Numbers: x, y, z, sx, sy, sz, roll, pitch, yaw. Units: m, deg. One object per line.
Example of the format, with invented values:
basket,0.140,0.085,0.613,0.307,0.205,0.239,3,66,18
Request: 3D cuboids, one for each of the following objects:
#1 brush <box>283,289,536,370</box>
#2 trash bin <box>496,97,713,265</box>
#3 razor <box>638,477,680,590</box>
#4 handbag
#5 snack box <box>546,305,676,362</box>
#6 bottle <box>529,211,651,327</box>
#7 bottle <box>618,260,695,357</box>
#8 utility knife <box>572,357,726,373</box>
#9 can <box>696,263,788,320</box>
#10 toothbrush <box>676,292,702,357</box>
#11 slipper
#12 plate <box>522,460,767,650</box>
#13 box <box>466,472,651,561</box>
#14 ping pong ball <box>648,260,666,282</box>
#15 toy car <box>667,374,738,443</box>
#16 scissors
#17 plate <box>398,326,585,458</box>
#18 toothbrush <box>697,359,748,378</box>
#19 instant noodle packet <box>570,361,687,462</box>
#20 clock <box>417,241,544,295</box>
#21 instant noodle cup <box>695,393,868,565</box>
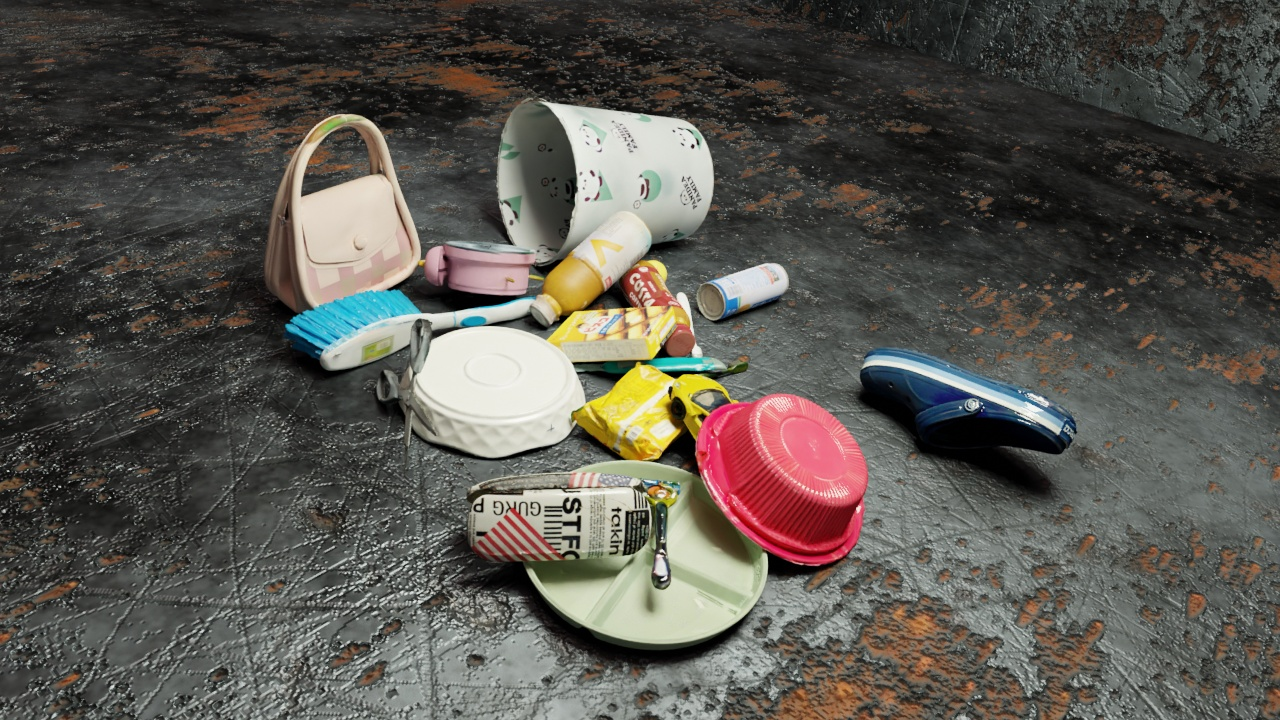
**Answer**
brush,-0.264,-0.051,1.114,0.109,0.061,0.313,34,38,25
trash bin,-0.046,-0.260,1.339,0.251,0.230,0.229,-8,36,-34
razor,0.018,0.152,0.840,0.042,0.022,0.142,5,34,-2
handbag,-0.365,-0.186,1.122,0.093,0.235,0.192,23,36,24
snack box,-0.035,-0.031,1.107,0.141,0.034,0.086,-4,27,27
bottle,-0.067,-0.117,1.197,0.068,0.068,0.189,32,66,32
bottle,0.023,-0.066,1.193,0.057,0.058,0.174,-4,35,-19
utility knife,-0.007,0.006,1.109,0.222,0.013,0.029,-2,31,-7
can,0.144,-0.097,1.272,0.134,0.053,0.053,-20,43,-37
toothbrush,0.063,-0.045,1.213,0.016,0.016,0.179,10,30,-11
slipper,0.364,0.062,1.053,0.253,0.105,0.095,21,74,42
plate,0.003,0.175,0.847,0.230,0.028,0.229,6,32,-4
box,-0.075,0.134,0.829,0.162,0.076,0.087,-2,6,-10
ping pong ball,0.017,-0.120,1.290,0.040,0.040,0.040,6,33,-4
toy car,0.084,0.075,0.970,0.071,0.041,0.155,-11,59,-38
scissors,-0.237,0.034,0.950,0.014,0.159,0.181,19,-4,-37
plate,-0.163,0.025,1.017,0.205,0.046,0.204,5,35,-4
toothbrush,0.054,0.024,1.106,0.185,0.012,0.017,-14,33,-31
instant noodle packet,0.003,0.060,1.005,0.111,0.044,0.128,31,41,22
clock,-0.214,-0.123,1.195,0.159,0.060,0.117,11,12,18
instant noodle cup,0.153,0.102,0.904,0.193,0.066,0.193,21,40,-18
